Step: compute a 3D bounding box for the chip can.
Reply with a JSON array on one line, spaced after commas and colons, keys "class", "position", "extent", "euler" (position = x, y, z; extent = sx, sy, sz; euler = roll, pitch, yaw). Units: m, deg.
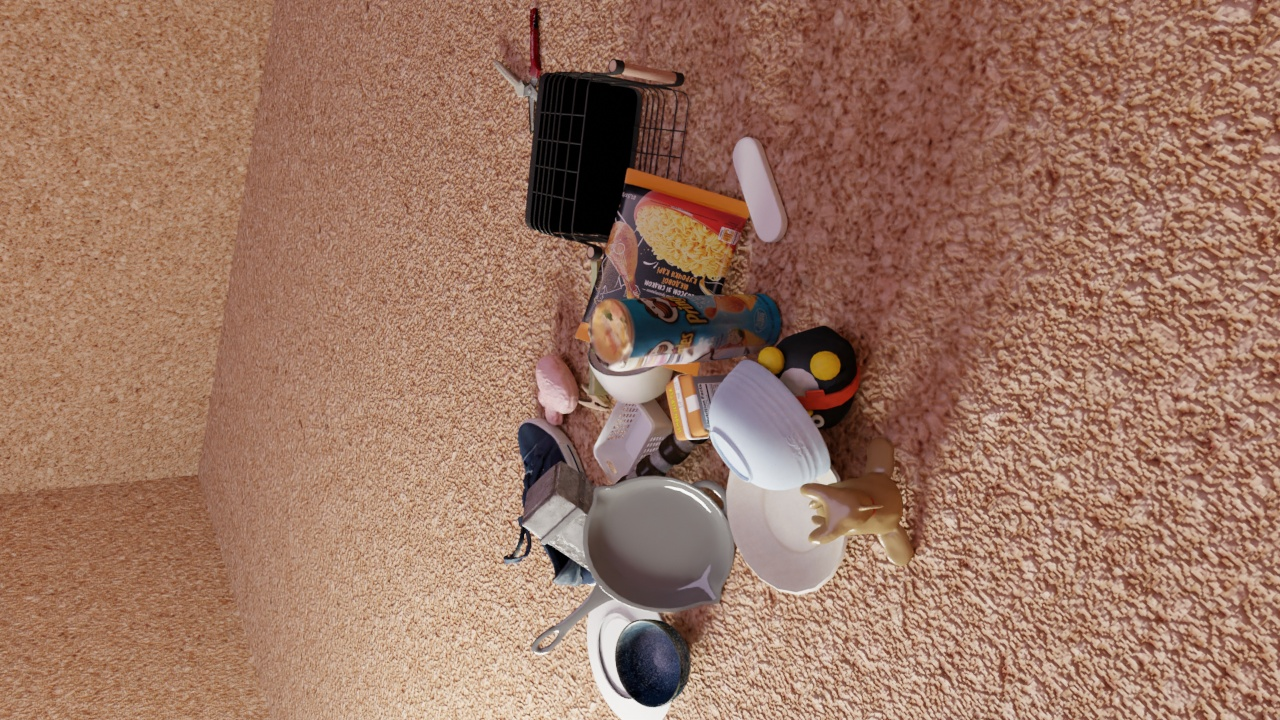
[{"class": "chip can", "position": [0.054, -0.035, 1.036], "extent": [0.080, 0.229, 0.080], "euler": [10, 102, 52]}]

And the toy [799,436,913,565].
[{"class": "toy", "position": [0.217, 0.149, 0.928], "extent": [0.106, 0.108, 0.134], "euler": [-15, 80, 38]}]

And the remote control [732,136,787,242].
[{"class": "remote control", "position": [0.141, -0.203, 1.089], "extent": [0.043, 0.013, 0.136], "euler": [-34, 65, 47]}]

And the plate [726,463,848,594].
[{"class": "plate", "position": [0.173, 0.171, 1.058], "extent": [0.189, 0.027, 0.189], "euler": [4, 95, 52]}]

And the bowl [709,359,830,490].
[{"class": "bowl", "position": [0.123, 0.081, 0.970], "extent": [0.150, 0.074, 0.151], "euler": [51, 166, 17]}]

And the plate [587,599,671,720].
[{"class": "plate", "position": [-0.022, 0.428, 1.333], "extent": [0.209, 0.015, 0.208], "euler": [4, 95, 52]}]

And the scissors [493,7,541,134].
[{"class": "scissors", "position": [-0.193, -0.470, 1.503], "extent": [0.179, 0.015, 0.199], "euler": [14, 103, 50]}]

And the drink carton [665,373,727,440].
[{"class": "drink carton", "position": [0.096, 0.051, 1.072], "extent": [0.049, 0.124, 0.076], "euler": [-27, 71, 50]}]

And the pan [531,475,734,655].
[{"class": "pan", "position": [-0.020, 0.274, 1.191], "extent": [0.216, 0.024, 0.355], "euler": [44, 107, -7]}]

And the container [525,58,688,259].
[{"class": "container", "position": [-0.040, -0.259, 1.197], "extent": [0.130, 0.162, 0.241], "euler": [23, 110, 49]}]

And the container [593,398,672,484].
[{"class": "container", "position": [-0.008, 0.107, 1.268], "extent": [0.080, 0.049, 0.129], "euler": [54, 131, 35]}]

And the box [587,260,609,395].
[{"class": "box", "position": [-0.043, -0.046, 1.300], "extent": [0.130, 0.064, 0.188], "euler": [-29, -60, -85]}]

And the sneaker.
[{"class": "sneaker", "position": [-0.153, 0.216, 1.403], "extent": [0.121, 0.127, 0.294], "euler": [-53, 50, 38]}]

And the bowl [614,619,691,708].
[{"class": "bowl", "position": [0.026, 0.400, 1.227], "extent": [0.115, 0.060, 0.114], "euler": [-4, 84, 40]}]

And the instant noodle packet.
[{"class": "instant noodle packet", "position": [0.027, -0.109, 1.127], "extent": [0.160, 0.032, 0.221], "euler": [18, 93, 10]}]

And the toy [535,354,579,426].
[{"class": "toy", "position": [-0.134, 0.050, 1.429], "extent": [0.108, 0.053, 0.105], "euler": [59, 145, 31]}]

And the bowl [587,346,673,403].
[{"class": "bowl", "position": [-0.007, 0.007, 1.219], "extent": [0.116, 0.116, 0.066], "euler": [37, 151, 45]}]

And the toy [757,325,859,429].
[{"class": "toy", "position": [0.187, 0.027, 0.982], "extent": [0.098, 0.099, 0.119], "euler": [6, 120, 33]}]

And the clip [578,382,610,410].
[{"class": "clip", "position": [-0.066, 0.051, 1.364], "extent": [0.061, 0.024, 0.041], "euler": [15, 106, 41]}]

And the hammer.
[{"class": "hammer", "position": [0.008, 0.149, 1.199], "extent": [0.327, 0.177, 0.079], "euler": [-44, 21, 22]}]
